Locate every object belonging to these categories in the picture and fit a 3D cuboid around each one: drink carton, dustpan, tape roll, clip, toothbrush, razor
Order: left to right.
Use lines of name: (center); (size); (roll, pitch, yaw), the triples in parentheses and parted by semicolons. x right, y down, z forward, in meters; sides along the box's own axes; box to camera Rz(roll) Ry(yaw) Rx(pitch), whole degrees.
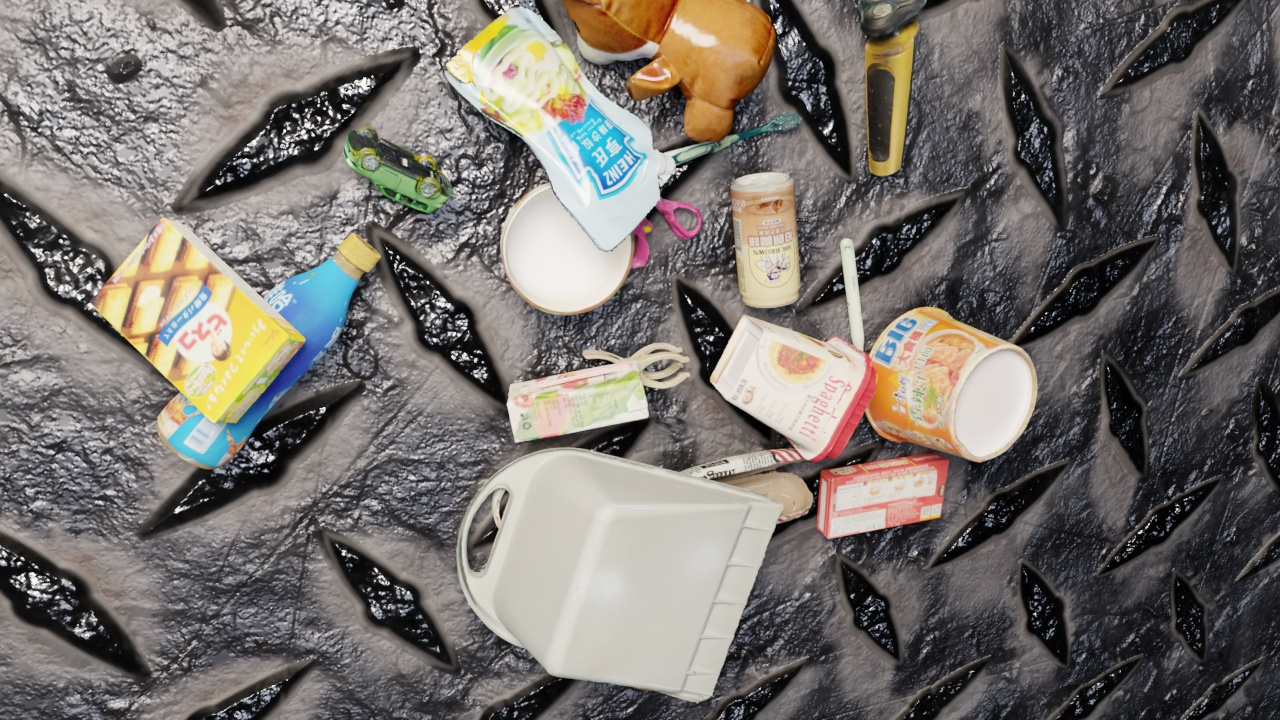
tape roll: (-0.101, 0.139, 0.890); (0.085, 0.014, 0.086); (-7, 112, -18)
drink carton: (-0.057, 0.034, 0.829); (0.122, 0.053, 0.045); (-11, 111, 1)
dustpan: (-0.032, 0.194, 0.882); (0.257, 0.143, 0.223); (14, 99, -37)
clip: (-0.004, 0.009, 0.869); (0.100, 0.034, 0.072); (-8, 113, -13)
toothbrush: (0.061, -0.191, 0.826); (0.191, 0.018, 0.016); (-21, 115, -13)
toothbrush: (0.223, -0.036, 0.943); (0.029, 0.020, 0.190); (-10, 115, 7)
razor: (0.227, -0.254, 0.847); (0.067, 0.062, 0.168); (-34, 129, -43)

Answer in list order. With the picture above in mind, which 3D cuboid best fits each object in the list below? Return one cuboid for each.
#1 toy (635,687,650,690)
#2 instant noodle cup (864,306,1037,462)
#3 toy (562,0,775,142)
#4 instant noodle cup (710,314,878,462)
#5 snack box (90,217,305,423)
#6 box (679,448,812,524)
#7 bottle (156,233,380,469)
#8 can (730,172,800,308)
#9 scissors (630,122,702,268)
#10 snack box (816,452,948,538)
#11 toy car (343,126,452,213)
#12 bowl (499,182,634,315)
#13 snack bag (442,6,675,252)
toy: (0.040, 0.237, 0.949); (0.143, 0.082, 0.226); (30, 92, -28)
instant noodle cup: (0.321, 0.029, 0.941); (0.151, 0.111, 0.151); (-9, 109, -27)
toy: (0.007, -0.273, 0.730); (0.199, 0.139, 0.131); (32, 137, -26)
instant noodle cup: (0.144, 0.020, 0.890); (0.124, 0.116, 0.116); (24, 100, -15)
snack box: (-0.332, -0.029, 0.690); (0.140, 0.033, 0.087); (42, 92, 5)
box: (0.099, 0.122, 0.927); (0.162, 0.076, 0.088); (-10, 130, -15)
bottle: (-0.291, -0.012, 0.734); (0.065, 0.065, 0.218); (41, 91, -28)
can: (0.117, -0.112, 0.853); (0.058, 0.058, 0.116); (-15, 114, -15)
scissors: (0.013, -0.146, 0.817); (0.113, 0.017, 0.134); (-9, 121, -18)
snack box: (0.272, 0.150, 1.028); (0.152, 0.025, 0.075); (-7, 110, -19)
toy car: (-0.194, -0.150, 0.729); (0.091, 0.043, 0.036); (27, 121, -35)
bowl: (-0.068, -0.100, 0.786); (0.113, 0.062, 0.113); (-7, 110, -19)
snack bag: (-0.058, -0.187, 0.732); (0.191, 0.039, 0.110); (45, 56, -10)
